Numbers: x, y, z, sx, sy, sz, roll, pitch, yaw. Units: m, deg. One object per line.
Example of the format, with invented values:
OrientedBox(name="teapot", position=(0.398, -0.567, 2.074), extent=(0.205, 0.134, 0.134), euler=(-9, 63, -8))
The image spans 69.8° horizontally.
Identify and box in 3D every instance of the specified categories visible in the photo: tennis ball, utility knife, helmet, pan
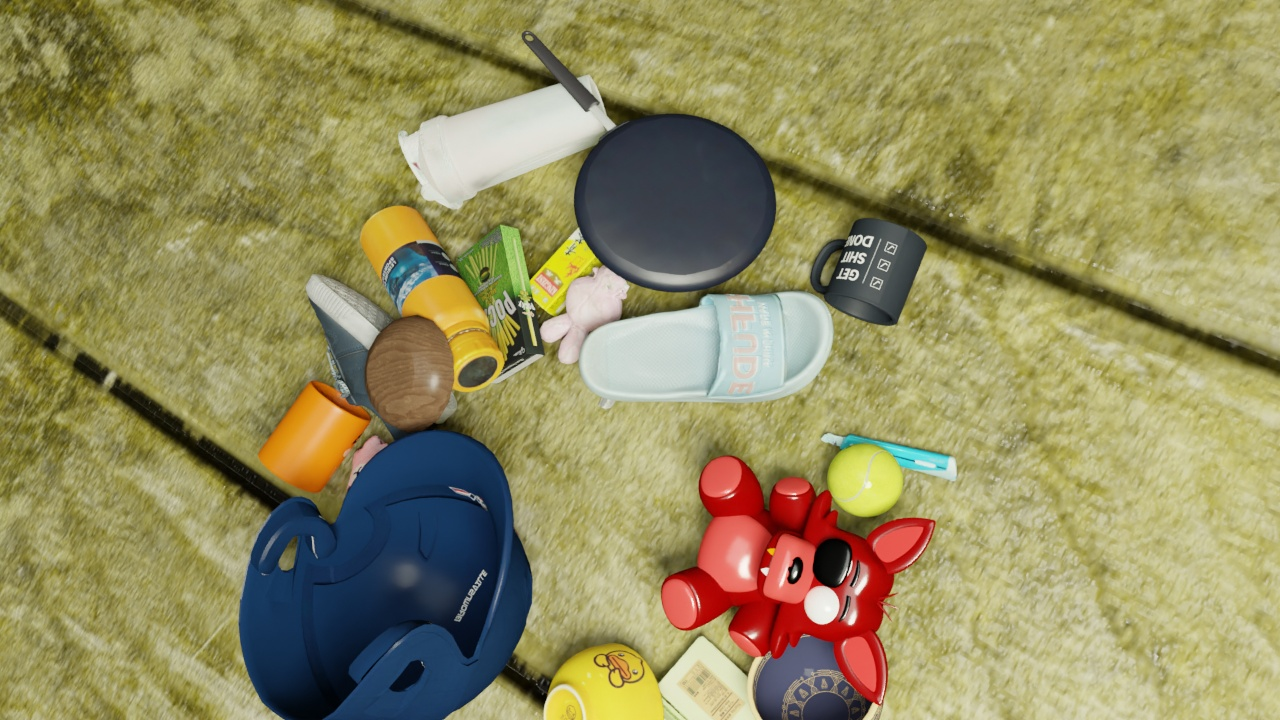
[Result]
OrientedBox(name="tennis ball", position=(0.199, 0.106, 0.815), extent=(0.065, 0.065, 0.065), euler=(-5, 75, 17))
OrientedBox(name="utility knife", position=(0.226, 0.086, 0.840), extent=(0.124, 0.015, 0.022), euler=(11, 110, 22))
OrientedBox(name="helmet", position=(-0.200, 0.198, 0.838), extent=(0.232, 0.222, 0.272), euler=(29, 96, 37))
OrientedBox(name="pan", position=(-0.014, -0.218, 0.920), extent=(0.198, 0.021, 0.356), euler=(-36, 73, -14))

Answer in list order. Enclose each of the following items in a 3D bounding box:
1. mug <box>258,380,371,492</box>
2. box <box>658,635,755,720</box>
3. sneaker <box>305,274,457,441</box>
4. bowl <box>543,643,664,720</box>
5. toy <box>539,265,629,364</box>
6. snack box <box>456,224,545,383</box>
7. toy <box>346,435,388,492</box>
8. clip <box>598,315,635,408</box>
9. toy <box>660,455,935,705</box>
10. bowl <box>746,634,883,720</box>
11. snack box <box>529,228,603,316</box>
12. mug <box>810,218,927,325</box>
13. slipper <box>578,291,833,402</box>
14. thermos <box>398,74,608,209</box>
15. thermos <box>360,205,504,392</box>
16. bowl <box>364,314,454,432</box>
OrientedBox(name="mug", position=(-0.362, 0.076, 1.009), extent=(0.096, 0.077, 0.113), euler=(-55, 39, -1))
OrientedBox(name="box", position=(0.080, 0.354, 0.806), extent=(0.188, 0.047, 0.141), euler=(40, 88, 23))
OrientedBox(name="sneaker", position=(-0.295, 0.005, 0.997), extent=(0.087, 0.089, 0.235), euler=(-46, 72, 7))
OrientedBox(name="bowl", position=(-0.043, 0.315, 0.817), extent=(0.117, 0.067, 0.117), euler=(-11, 75, 44))
OrientedBox(name="toy", position=(-0.056, -0.049, 0.950), extent=(0.110, 0.047, 0.063), euler=(-46, 64, 10))
OrientedBox(name="snack box", position=(-0.150, -0.059, 0.976), extent=(0.080, 0.025, 0.147), euler=(-29, 67, 38))
OrientedBox(name="toy", position=(-0.282, 0.125, 0.976), extent=(0.099, 0.052, 0.095), euler=(-40, 56, 18))
OrientedBox(name="clip", position=(-0.006, 0.005, 0.928), extent=(0.054, 0.040, 0.101), euler=(15, 82, 34))
OrientedBox(name="toy", position=(0.129, 0.179, 0.777), extent=(0.197, 0.120, 0.158), euler=(14, 78, 33))
OrientedBox(name="bowl", position=(0.153, 0.289, 0.780), extent=(0.112, 0.061, 0.112), euler=(-15, 39, 12))
OrientedBox(name="snack box", position=(-0.059, -0.114, 0.976), extent=(0.148, 0.029, 0.040), euler=(-47, 67, 2))
OrientedBox(name="mug", position=(0.207, -0.085, 0.866), extent=(0.105, 0.071, 0.077), euler=(16, 81, 48))
OrientedBox(name="slipper", position=(0.062, -0.011, 0.866), extent=(0.245, 0.074, 0.104), euler=(-7, 77, 1))
OrientedBox(name="thermos", position=(-0.145, -0.239, 1.005), extent=(0.220, 0.099, 0.099), euler=(-16, 72, 10))
OrientedBox(name="thermos", position=(-0.222, -0.061, 0.975), extent=(0.232, 0.076, 0.092), euler=(53, 135, 32))
OrientedBox(name="bowl", position=(-0.235, 0.012, 0.903), extent=(0.118, 0.030, 0.118), euler=(-2, 87, 34))
